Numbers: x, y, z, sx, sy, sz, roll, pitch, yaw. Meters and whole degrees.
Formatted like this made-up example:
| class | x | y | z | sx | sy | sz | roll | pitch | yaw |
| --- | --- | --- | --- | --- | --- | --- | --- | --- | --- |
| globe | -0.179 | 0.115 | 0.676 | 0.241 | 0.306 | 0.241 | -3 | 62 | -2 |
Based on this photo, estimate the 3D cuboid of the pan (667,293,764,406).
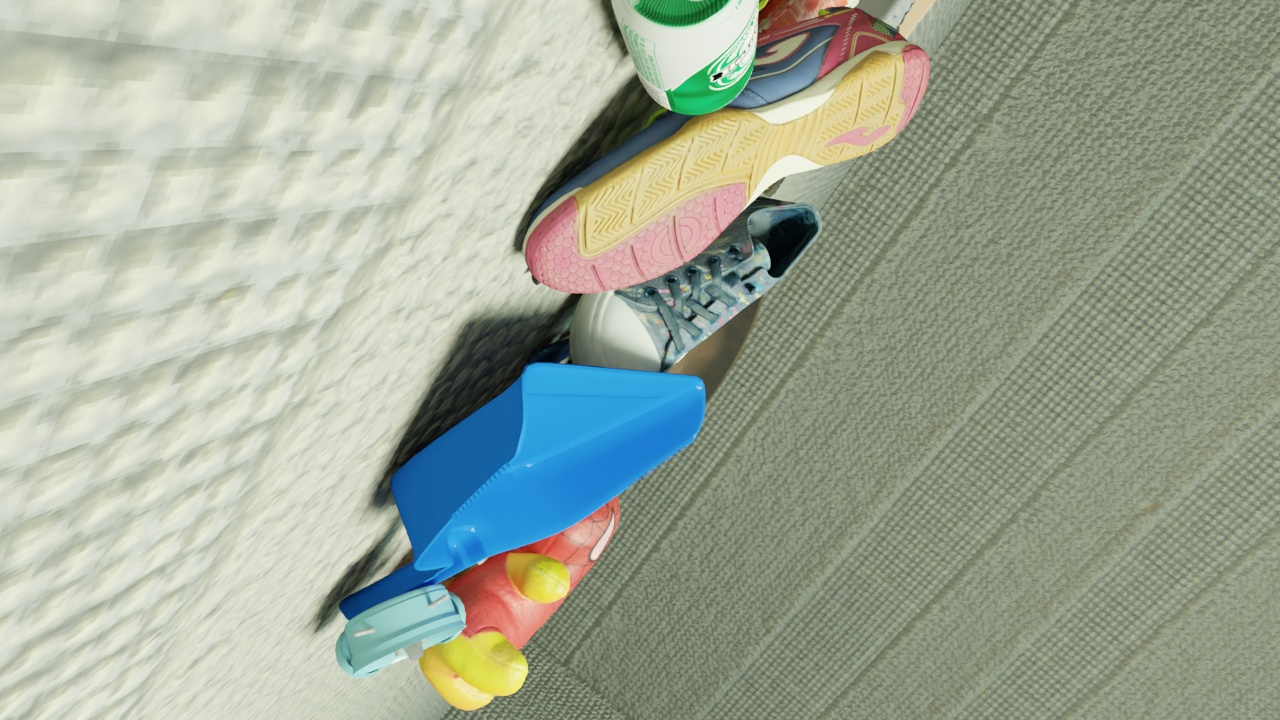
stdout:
| class | x | y | z | sx | sy | sz | roll | pitch | yaw |
| --- | --- | --- | --- | --- | --- | --- | --- | --- | --- |
| pan | -0.005 | 0.004 | 0.759 | 0.355 | 0.043 | 0.249 | -19 | 138 | -57 |

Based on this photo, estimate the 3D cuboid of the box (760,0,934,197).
| class | x | y | z | sx | sy | sz | roll | pitch | yaw |
| --- | --- | --- | --- | --- | --- | --- | --- | --- | --- |
| box | 0.150 | -0.223 | 0.655 | 0.216 | 0.095 | 0.108 | -52 | -156 | -10 |

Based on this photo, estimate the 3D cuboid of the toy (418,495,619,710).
| class | x | y | z | sx | sy | sz | roll | pitch | yaw |
| --- | --- | --- | --- | --- | --- | --- | --- | --- | --- |
| toy | -0.093 | 0.167 | 0.735 | 0.148 | 0.099 | 0.215 | -35 | -162 | 50 |

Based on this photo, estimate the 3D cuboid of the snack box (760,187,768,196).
| class | x | y | z | sx | sy | sz | roll | pitch | yaw |
| --- | --- | --- | --- | --- | --- | --- | --- | --- | --- |
| snack box | 0.081 | -0.137 | 0.933 | 0.151 | 0.025 | 0.075 | -46 | 171 | -48 |

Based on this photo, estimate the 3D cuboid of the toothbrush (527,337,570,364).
| class | x | y | z | sx | sy | sz | roll | pitch | yaw |
| --- | --- | --- | --- | --- | --- | --- | --- | --- | --- |
| toothbrush | -0.053 | -0.012 | 0.679 | 0.021 | 0.016 | 0.132 | -58 | 173 | 20 |

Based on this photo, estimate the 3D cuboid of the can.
| class | x | y | z | sx | sy | sz | roll | pitch | yaw |
| --- | --- | --- | --- | --- | --- | --- | --- | --- | --- |
| can | 0.019 | -0.132 | 0.358 | 0.053 | 0.053 | 0.101 | -53 | 174 | 3 |

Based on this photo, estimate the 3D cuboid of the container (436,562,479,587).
| class | x | y | z | sx | sy | sz | roll | pitch | yaw |
| --- | --- | --- | --- | --- | --- | --- | --- | --- | --- |
| container | -0.172 | 0.208 | 0.817 | 0.063 | 0.061 | 0.114 | -53 | 174 | -3 |

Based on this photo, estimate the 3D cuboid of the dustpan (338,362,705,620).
| class | x | y | z | sx | sy | sz | roll | pitch | yaw |
| --- | --- | --- | --- | --- | --- | --- | --- | --- | --- |
| dustpan | -0.098 | 0.091 | 0.582 | 0.258 | 0.059 | 0.245 | -29 | 166 | 20 |

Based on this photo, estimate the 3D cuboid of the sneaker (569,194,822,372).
| class | x | y | z | sx | sy | sz | roll | pitch | yaw |
| --- | --- | --- | --- | --- | --- | --- | --- | --- | --- |
| sneaker | 0.045 | -0.059 | 0.655 | 0.079 | 0.087 | 0.234 | -6 | -152 | 50 |

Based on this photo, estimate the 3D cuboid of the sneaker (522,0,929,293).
| class | x | y | z | sx | sy | sz | roll | pitch | yaw |
| --- | --- | --- | --- | --- | --- | --- | --- | --- | --- |
| sneaker | 0.035 | -0.117 | 0.486 | 0.241 | 0.091 | 0.116 | -29 | 151 | -17 |

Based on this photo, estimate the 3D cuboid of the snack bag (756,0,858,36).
| class | x | y | z | sx | sy | sz | roll | pitch | yaw |
| --- | --- | --- | --- | --- | --- | --- | --- | --- | --- |
| snack bag | 0.069 | -0.178 | 0.572 | 0.155 | 0.044 | 0.087 | -50 | 169 | 9 |

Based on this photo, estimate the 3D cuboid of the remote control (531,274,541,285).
| class | x | y | z | sx | sy | sz | roll | pitch | yaw |
| --- | --- | --- | --- | --- | --- | --- | --- | --- | --- |
| remote control | -0.025 | -0.079 | 0.528 | 0.124 | 0.010 | 0.039 | -46 | 171 | -50 |

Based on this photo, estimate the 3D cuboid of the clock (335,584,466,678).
| class | x | y | z | sx | sy | sz | roll | pitch | yaw |
| --- | --- | --- | --- | --- | --- | --- | --- | --- | --- |
| clock | -0.156 | 0.181 | 0.603 | 0.087 | 0.042 | 0.123 | -19 | 164 | -22 |
